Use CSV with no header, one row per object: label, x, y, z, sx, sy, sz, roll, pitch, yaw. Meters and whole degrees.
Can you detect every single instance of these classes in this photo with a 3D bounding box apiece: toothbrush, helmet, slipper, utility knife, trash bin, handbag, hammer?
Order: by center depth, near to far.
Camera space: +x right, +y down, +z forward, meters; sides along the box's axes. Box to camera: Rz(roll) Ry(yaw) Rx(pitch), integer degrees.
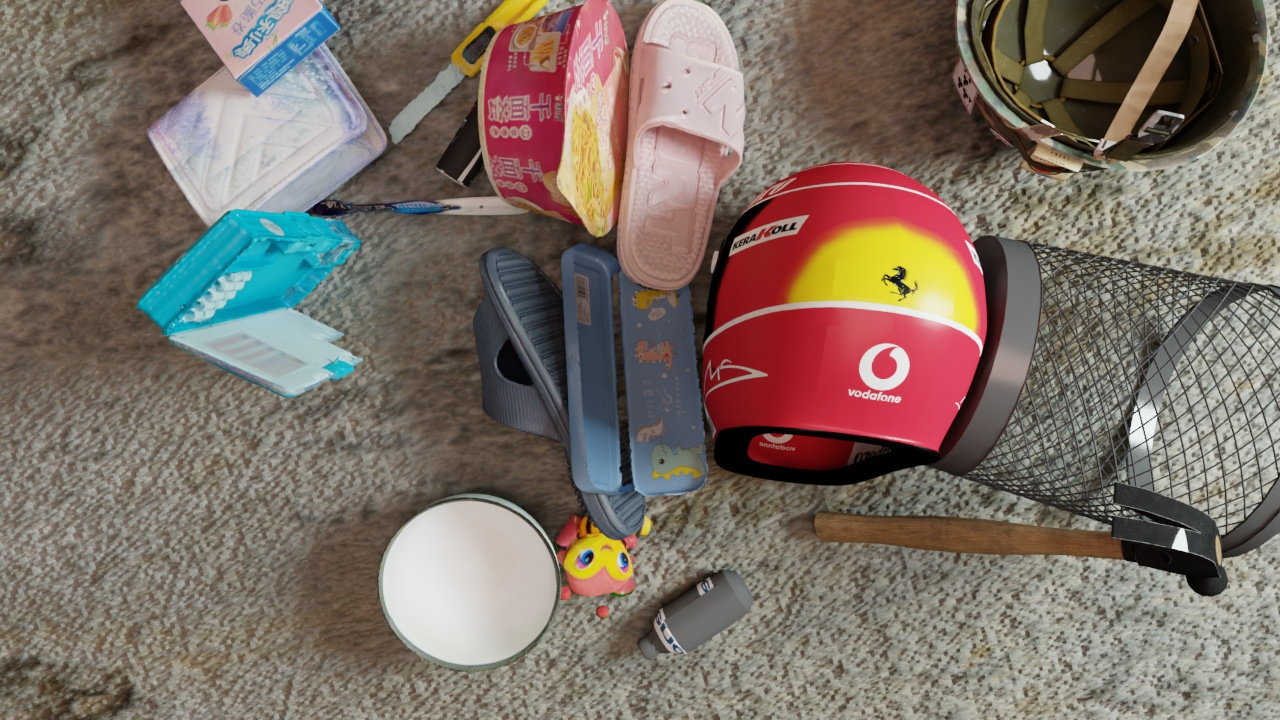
helmet,0.339,-0.231,0.667,0.224,0.236,0.192,13,93,-14
helmet,0.146,-0.032,0.703,0.197,0.271,0.224,9,76,-5
trash bin,0.356,0.020,0.723,0.227,0.217,0.218,14,97,0
hammer,0.280,0.139,0.730,0.132,0.306,0.040,42,56,-42
slipper,0.036,-0.175,0.737,0.094,0.064,0.239,9,89,-19
handbag,-0.303,-0.186,0.749,0.158,0.069,0.126,-36,83,3
utility knife,-0.128,-0.265,0.767,0.228,0.019,0.030,-43,88,8
slipper,-0.081,0.034,0.774,0.083,0.101,0.263,-23,95,26
toothbrush,-0.183,-0.132,0.783,0.189,0.017,0.016,-1,109,-3

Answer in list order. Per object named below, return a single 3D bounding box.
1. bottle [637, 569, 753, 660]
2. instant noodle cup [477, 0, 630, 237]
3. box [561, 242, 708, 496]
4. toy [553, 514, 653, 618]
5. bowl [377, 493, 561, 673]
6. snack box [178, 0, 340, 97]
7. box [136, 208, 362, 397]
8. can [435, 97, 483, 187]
bottle,0.048,0.231,0.825,0.112,0.047,0.047,-34,98,4
instant noodle cup,-0.064,-0.187,0.709,0.078,0.178,0.179,5,98,14
box,-0.009,0.008,0.756,0.122,0.047,0.209,3,73,-24
toy,-0.034,0.170,0.815,0.084,0.046,0.103,28,93,1
bowl,-0.144,0.184,0.800,0.153,0.073,0.153,0,99,-1
snack box,-0.312,-0.291,0.718,0.088,0.033,0.154,-38,75,2
box,-0.252,-0.037,0.686,0.097,0.226,0.117,-42,96,4
can,-0.137,-0.187,0.767,0.031,0.031,0.080,33,96,-6
